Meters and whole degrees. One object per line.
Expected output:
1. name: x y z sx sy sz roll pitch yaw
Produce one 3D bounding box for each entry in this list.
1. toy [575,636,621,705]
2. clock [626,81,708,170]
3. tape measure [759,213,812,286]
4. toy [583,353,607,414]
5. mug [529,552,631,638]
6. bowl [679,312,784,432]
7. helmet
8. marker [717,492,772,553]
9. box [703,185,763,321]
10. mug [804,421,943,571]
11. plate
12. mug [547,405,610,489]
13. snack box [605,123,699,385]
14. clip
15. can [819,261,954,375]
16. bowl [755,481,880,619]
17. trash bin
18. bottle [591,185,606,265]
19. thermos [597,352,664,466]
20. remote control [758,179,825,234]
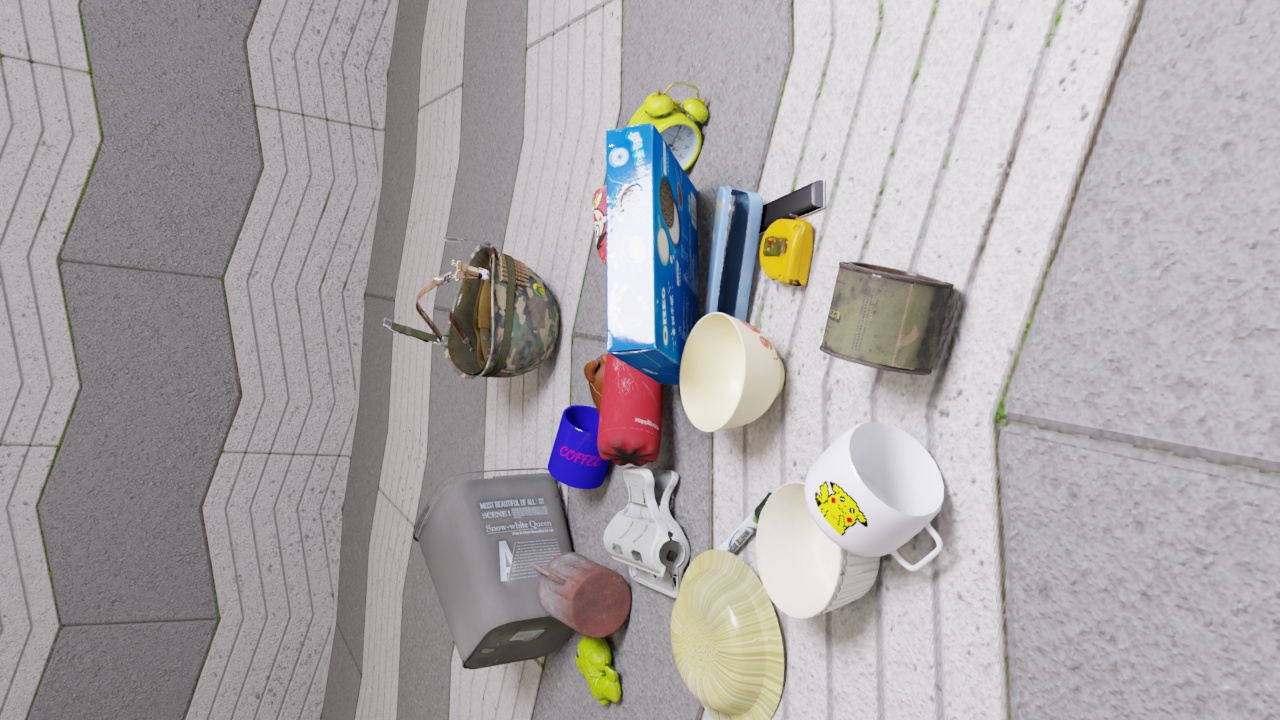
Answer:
1. toy: -0.055 0.399 1.189 0.094 0.036 0.093 -35 61 53
2. clock: 0.032 -0.275 1.088 0.057 0.083 0.119 56 137 43
3. tape measure: 0.143 -0.110 0.908 0.059 0.030 0.068 21 103 59
4. toy: -0.025 0.036 1.180 0.090 0.070 0.103 -8 87 42
5. mug: -0.085 0.292 1.173 0.110 0.123 0.096 -7 54 58
6. bowl: 0.101 0.014 0.917 0.118 0.074 0.118 -18 70 60
7. helmet: -0.245 -0.078 1.405 0.193 0.235 0.224 -45 57 44
8. marker: 0.103 0.182 0.948 0.147 0.017 0.017 -58 38 41
9. box: 0.081 -0.081 0.981 0.067 0.052 0.210 -144 58 -62
10. mug: 0.189 0.111 0.723 0.115 0.094 0.068 54 137 21
11. plate: 0.073 0.290 0.942 0.185 0.036 0.184 2 92 59
12. mug: -0.076 0.109 1.241 0.111 0.079 0.084 -87 13 -67
13. snack box: 0.017 -0.105 0.991 0.195 0.056 0.238 32 -124 -70
14. clip: 0.002 0.197 1.080 0.126 0.089 0.150 0 96 59
15. can: 0.195 -0.036 0.731 0.090 0.089 0.074 29 111 60
16. bowl: 0.159 0.164 0.796 0.116 0.062 0.115 -18 69 60
17. trash bin: -0.196 0.301 1.318 0.198 0.197 0.220 -56 45 40
18. bottle: -0.029 -0.159 1.205 0.062 0.062 0.137 -41 50 53
19. thermos: -0.007 0.007 1.106 0.073 0.073 0.239 -41 39 53
20. remote control: 0.144 -0.153 0.932 0.124 0.011 0.028 -14 73 61
